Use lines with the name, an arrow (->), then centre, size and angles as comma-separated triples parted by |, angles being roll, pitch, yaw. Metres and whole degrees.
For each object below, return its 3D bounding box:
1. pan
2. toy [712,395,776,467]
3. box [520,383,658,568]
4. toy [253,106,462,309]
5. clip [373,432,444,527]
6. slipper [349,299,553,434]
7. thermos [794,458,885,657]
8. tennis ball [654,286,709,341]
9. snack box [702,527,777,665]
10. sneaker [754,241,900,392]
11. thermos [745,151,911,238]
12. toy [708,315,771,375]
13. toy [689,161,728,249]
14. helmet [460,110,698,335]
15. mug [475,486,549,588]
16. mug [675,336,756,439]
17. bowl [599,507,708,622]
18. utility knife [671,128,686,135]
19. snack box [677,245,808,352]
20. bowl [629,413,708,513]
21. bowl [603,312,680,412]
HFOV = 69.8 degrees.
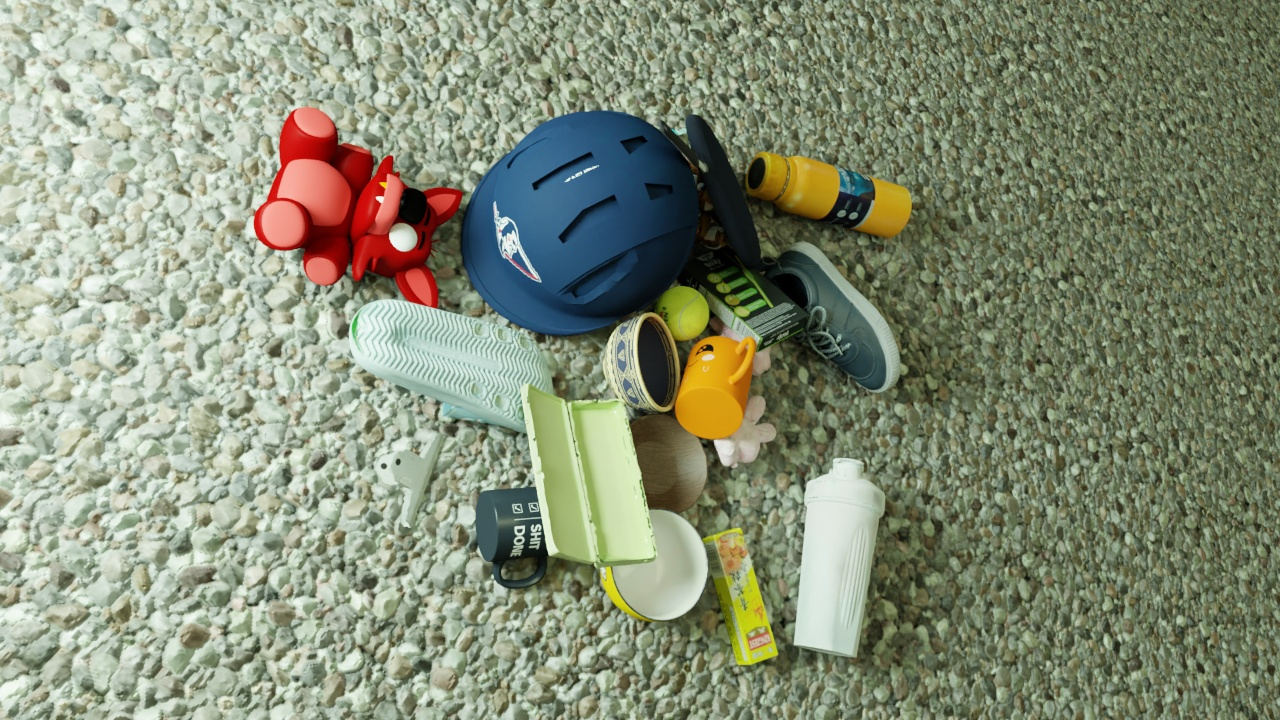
pan -> 0.079, -0.212, 1.037 | 0.356, 0.021, 0.198 | 13, 57, -70
toy -> 0.121, 0.088, 1.097 | 0.109, 0.047, 0.063 | -29, 96, -41
box -> -0.057, 0.118, 0.935 | 0.140, 0.047, 0.187 | 13, 51, -40
toy -> -0.281, -0.147, 0.931 | 0.197, 0.121, 0.158 | 20, 62, -30
clip -> -0.232, 0.110, 0.916 | 0.054, 0.040, 0.101 | 30, 61, -30
slipper -> -0.190, 0.008, 0.943 | 0.245, 0.074, 0.104 | 23, 60, -38
thermos -> 0.231, 0.232, 1.086 | 0.099, 0.100, 0.220 | 19, 71, -21
tennis ball -> 0.049, -0.056, 1.094 | 0.065, 0.065, 0.065 | 9, 70, -25
snack box -> 0.112, 0.267, 1.042 | 0.040, 0.029, 0.148 | -10, 78, -29
sneaker -> 0.240, -0.048, 1.180 | 0.087, 0.089, 0.235 | -36, 86, -35
thermos -> 0.253, -0.229, 1.259 | 0.232, 0.091, 0.076 | 9, 101, -24
toy -> 0.131, -0.036, 1.140 | 0.096, 0.053, 0.098 | 33, 55, 0
toy -> 0.072, -0.199, 1.155 | 0.087, 0.067, 0.112 | 16, 79, -39
helmet -> -0.068, -0.151, 1.004 | 0.272, 0.223, 0.232 | -28, 87, 5
mug -> -0.121, 0.181, 0.933 | 0.077, 0.071, 0.105 | 0, 101, -27
mug -> 0.096, 0.021, 1.050 | 0.077, 0.113, 0.095 | 34, 39, -12
bowl -> 0.007, 0.220, 0.980 | 0.117, 0.068, 0.117 | 9, 70, -25
utility knife -> 0.013, -0.283, 1.181 | 0.123, 0.015, 0.022 | -27, 62, -33
snack box -> 0.124, -0.078, 1.123 | 0.080, 0.025, 0.147 | -26, 57, -31
bowl -> 0.019, 0.120, 1.042 | 0.117, 0.030, 0.117 | 9, 70, -25
bowl -> -0.006, 0.006, 1.040 | 0.112, 0.061, 0.112 | 33, 52, -57
